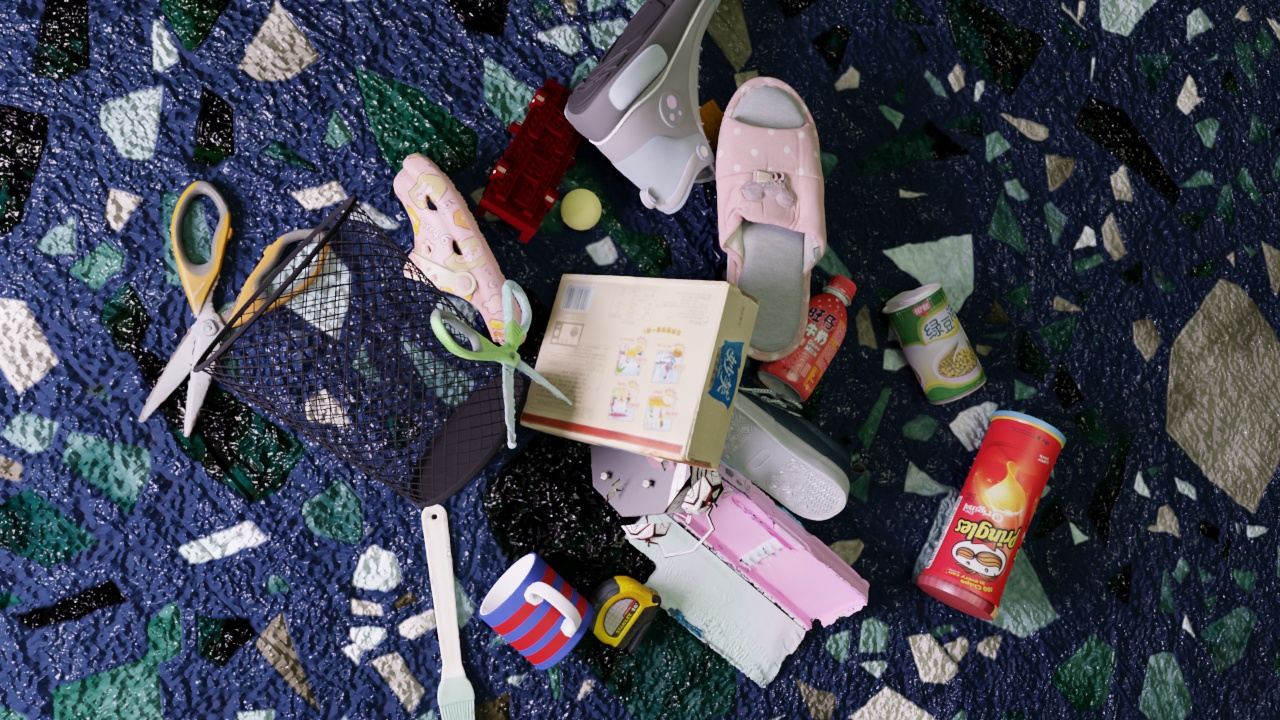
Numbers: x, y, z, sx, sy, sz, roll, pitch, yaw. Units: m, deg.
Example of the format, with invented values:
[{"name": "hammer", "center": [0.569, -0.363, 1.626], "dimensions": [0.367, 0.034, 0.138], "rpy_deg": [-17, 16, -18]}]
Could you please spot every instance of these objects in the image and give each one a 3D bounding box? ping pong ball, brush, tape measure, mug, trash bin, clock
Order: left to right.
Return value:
[{"name": "trash bin", "center": [-0.217, 0.004, 0.762], "dimensions": [0.210, 0.184, 0.183], "rpy_deg": [44, 75, -23]}, {"name": "brush", "center": [-0.179, 0.242, 0.852], "dimensions": [0.033, 0.012, 0.217], "rpy_deg": [-7, 88, -19]}, {"name": "mug", "center": [-0.087, 0.226, 0.830], "dimensions": [0.076, 0.112, 0.074], "rpy_deg": [45, 59, -11]}, {"name": "ping pong ball", "center": [-0.058, -0.148, 0.898], "dimensions": [0.040, 0.040, 0.040], "rpy_deg": [1, 86, -18]}, {"name": "tape measure", "center": [-0.021, 0.241, 0.889], "dimensions": [0.064, 0.037, 0.065], "rpy_deg": [26, 93, -20]}, {"name": "clock", "center": [0.014, 0.108, 0.852], "dimensions": [0.065, 0.115, 0.154], "rpy_deg": [13, 48, -57]}, {"name": "brush", "center": [0.070, -0.243, 0.958], "dimensions": [0.126, 0.017, 0.048], "rpy_deg": [-36, 98, -17]}]

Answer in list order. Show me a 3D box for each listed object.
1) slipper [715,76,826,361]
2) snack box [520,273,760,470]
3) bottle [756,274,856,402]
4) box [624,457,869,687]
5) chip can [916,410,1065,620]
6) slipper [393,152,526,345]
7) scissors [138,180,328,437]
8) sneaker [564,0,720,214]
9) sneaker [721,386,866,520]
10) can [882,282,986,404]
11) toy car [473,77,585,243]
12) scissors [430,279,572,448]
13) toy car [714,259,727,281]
[{"name": "slipper", "center": [0.127, -0.136, 0.882], "dimensions": [0.114, 0.054, 0.274], "rpy_deg": [-1, 92, -15]}, {"name": "snack box", "center": [-0.005, 0.005, 0.822], "dimensions": [0.055, 0.208, 0.153], "rpy_deg": [24, 78, -46]}, {"name": "bottle", "center": [0.180, -0.028, 0.959], "dimensions": [0.062, 0.062, 0.137], "rpy_deg": [36, 76, -13]}, {"name": "box", "center": [0.099, 0.209, 0.928], "dimensions": [0.230, 0.061, 0.161], "rpy_deg": [41, 104, -12]}, {"name": "chip can", "center": [0.384, 0.167, 1.002], "dimensions": [0.087, 0.087, 0.213], "rpy_deg": [32, 77, -14]}, {"name": "slipper", "center": [-0.176, -0.090, 0.834], "dimensions": [0.081, 0.093, 0.197], "rpy_deg": [-30, 98, -9]}, {"name": "scissors", "center": [-0.379, -0.051, 0.800], "dimensions": [0.175, 0.016, 0.225], "rpy_deg": [39, 77, -12]}, {"name": "sneaker", "center": [0.043, -0.268, 0.907], "dimensions": [0.160, 0.093, 0.256], "rpy_deg": [49, 56, -24]}, {"name": "sneaker", "center": [0.117, 0.067, 0.920], "dimensions": [0.235, 0.089, 0.087], "rpy_deg": [34, 41, 0]}, {"name": "can", "center": [0.320, -0.020, 1.001], "dimensions": [0.067, 0.067, 0.121], "rpy_deg": [-31, 97, -18]}, {"name": "toy car", "center": [-0.101, -0.186, 0.871], "dimensions": [0.070, 0.062, 0.169], "rpy_deg": [30, 56, -15]}, {"name": "scissors", "center": [-0.109, -0.003, 0.761], "dimensions": [0.171, 0.021, 0.172], "rpy_deg": [40, 30, -46]}, {"name": "toy car", "center": [0.125, -0.120, 0.946], "dimensions": [0.054, 0.056, 0.153], "rpy_deg": [22, 85, -34]}]
